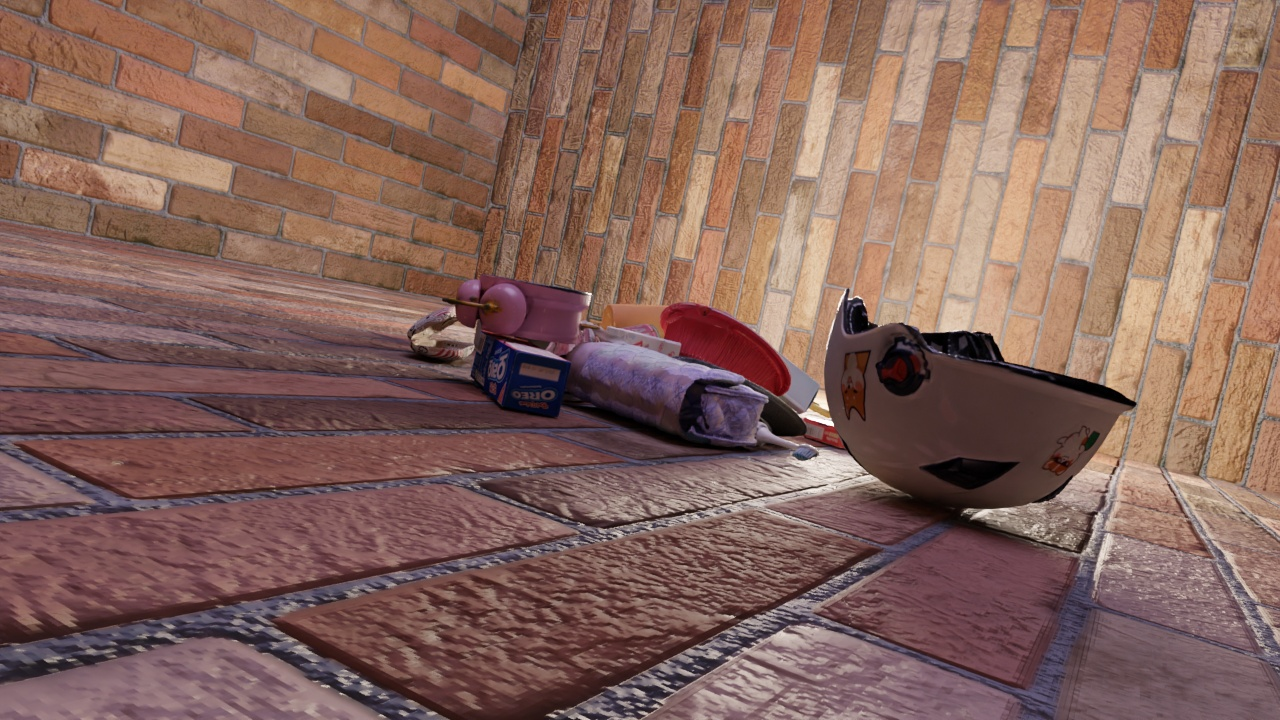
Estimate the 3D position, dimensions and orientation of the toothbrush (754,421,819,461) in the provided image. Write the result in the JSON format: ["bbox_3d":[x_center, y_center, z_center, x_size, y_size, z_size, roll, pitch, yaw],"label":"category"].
[{"bbox_3d":[0.107,0.072,0.967,0.026,0.027,0.221,-33,26,-24],"label":"toothbrush"}]

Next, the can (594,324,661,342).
[{"bbox_3d":[-0.045,-0.014,1.301,0.147,0.058,0.058,-11,14,-28],"label":"can"}]

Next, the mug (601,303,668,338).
[{"bbox_3d":[0.004,-0.053,1.442,0.122,0.078,0.078,5,5,-20],"label":"mug"}]

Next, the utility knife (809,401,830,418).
[{"bbox_3d":[0.255,0.069,1.366,0.220,0.022,0.031,22,-13,-15],"label":"utility knife"}]

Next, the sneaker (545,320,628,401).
[{"bbox_3d":[-0.072,-0.004,1.088,0.118,0.088,0.241,12,4,10],"label":"sneaker"}]

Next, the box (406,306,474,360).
[{"bbox_3d":[-0.250,-0.021,1.163,0.075,0.083,0.163,-24,6,-2],"label":"box"}]

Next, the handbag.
[{"bbox_3d":[0.024,0.031,0.930,0.134,0.075,0.194,11,2,-43],"label":"handbag"}]

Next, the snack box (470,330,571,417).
[{"bbox_3d":[-0.125,0.009,0.913,0.058,0.057,0.207,14,2,-19],"label":"snack box"}]

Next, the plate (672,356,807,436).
[{"bbox_3d":[0.103,0.049,1.045,0.179,0.024,0.179,28,-14,7],"label":"plate"}]

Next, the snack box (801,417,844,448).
[{"bbox_3d":[0.286,0.100,1.181,0.152,0.025,0.075,10,4,-34],"label":"snack box"}]

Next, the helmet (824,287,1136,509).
[{"bbox_3d":[0.272,0.050,0.812,0.229,0.157,0.274,13,13,-29],"label":"helmet"}]

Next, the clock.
[{"bbox_3d":[-0.128,-0.055,0.951,0.158,0.060,0.117,9,3,-40],"label":"clock"}]

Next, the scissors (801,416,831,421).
[{"bbox_3d":[0.251,0.082,1.246,0.133,0.017,0.130,-4,-8,-3],"label":"scissors"}]

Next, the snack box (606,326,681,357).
[{"bbox_3d":[-0.007,0.007,1.178,0.026,0.084,0.157,12,3,-30],"label":"snack box"}]

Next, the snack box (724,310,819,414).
[{"bbox_3d":[0.153,0.010,1.250,0.175,0.051,0.074,37,-23,-9],"label":"snack box"}]

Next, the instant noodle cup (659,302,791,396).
[{"bbox_3d":[0.095,0.011,1.178,0.194,0.065,0.194,28,-22,12],"label":"instant noodle cup"}]

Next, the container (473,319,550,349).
[{"bbox_3d":[-0.195,-0.047,1.433,0.090,0.090,0.114,10,1,-44],"label":"container"}]
